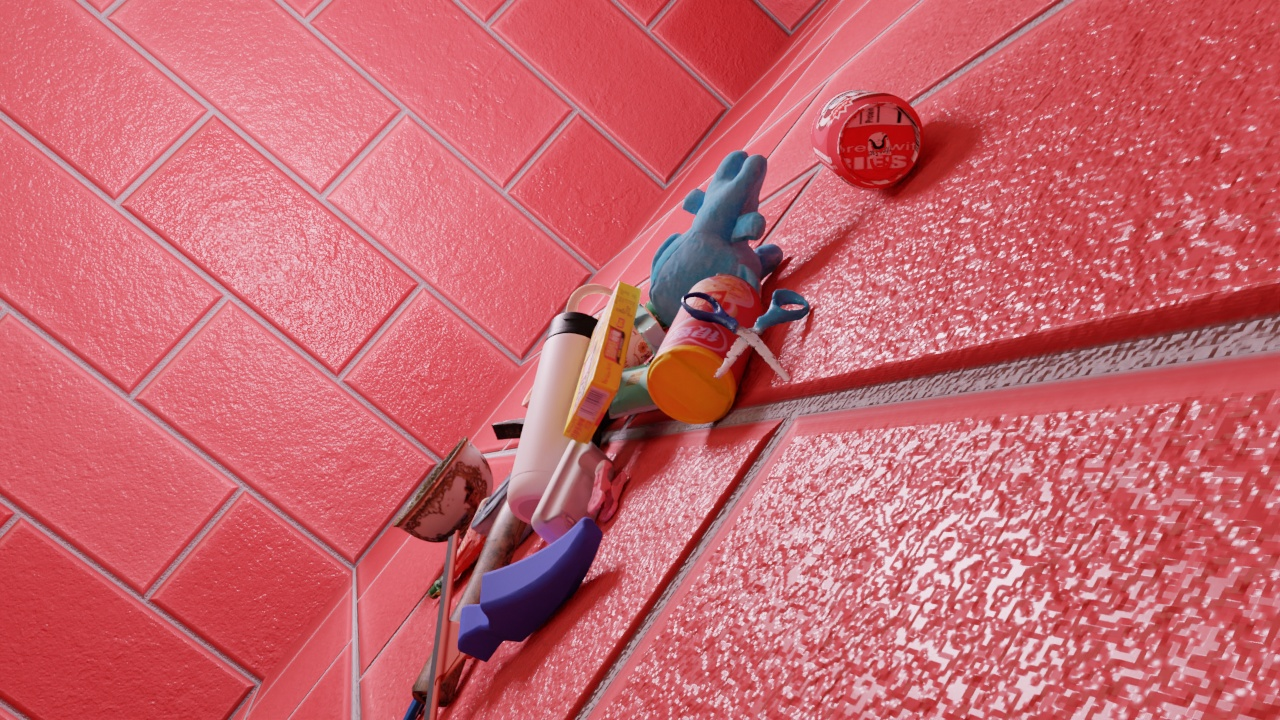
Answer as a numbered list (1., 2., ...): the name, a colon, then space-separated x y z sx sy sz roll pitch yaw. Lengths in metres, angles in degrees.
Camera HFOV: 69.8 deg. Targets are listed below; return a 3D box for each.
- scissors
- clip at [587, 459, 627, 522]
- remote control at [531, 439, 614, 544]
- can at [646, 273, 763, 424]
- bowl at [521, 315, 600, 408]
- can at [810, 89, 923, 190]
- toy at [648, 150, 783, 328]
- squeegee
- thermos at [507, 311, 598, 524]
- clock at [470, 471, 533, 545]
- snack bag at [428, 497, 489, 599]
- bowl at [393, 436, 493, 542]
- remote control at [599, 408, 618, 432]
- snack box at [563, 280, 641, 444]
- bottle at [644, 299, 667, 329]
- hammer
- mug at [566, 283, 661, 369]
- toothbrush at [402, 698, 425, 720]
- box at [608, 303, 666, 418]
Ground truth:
1. scissors: 0.068 -0.021 0.658 0.129 0.117 0.014 -53 -30 -47
2. clip: -0.031 0.104 0.758 0.023 0.043 0.060 -48 -5 35
3. remote control: -0.053 0.112 0.779 0.022 0.050 0.133 -41 12 27
4. can: 0.053 -0.011 0.715 0.067 0.066 0.124 -43 11 36
5. bowl: -0.076 0.022 1.178 0.153 0.076 0.153 -48 8 9
6. can: 0.185 -0.185 0.762 0.074 0.074 0.142 -47 9 16
7. toy: 0.078 -0.103 0.856 0.181 0.114 0.183 -66 29 9
8. squeegee: -0.092 0.178 0.684 0.185 0.055 0.249 -46 27 25
9. thermos: -0.075 0.058 0.908 0.101 0.068 0.229 82 -168 -50
10. clock: -0.134 0.154 0.999 0.089 0.051 0.124 -48 8 23
11. snack bag: -0.214 0.234 1.113 0.155 0.044 0.087 -51 3 18
12. bowl: -0.261 0.197 1.294 0.160 0.094 0.159 -48 9 10
13. remote control: -0.046 0.068 1.044 0.134 0.013 0.058 -44 11 36
14. snack box: -0.034 -0.001 0.843 0.152 0.025 0.075 -78 13 -49
15. bottle: 0.010 -0.050 1.161 0.042 0.042 0.110 -56 10 -34
16. hammer: -0.139 0.173 0.867 0.120 0.033 0.329 0 39 19
17. mug: -0.037 -0.034 1.073 0.097 0.122 0.081 -36 3 -12
18. toothbrush: -0.179 0.275 0.826 0.132 0.016 0.021 -55 8 -35
19. box: -0.008 0.008 0.889 0.091 0.077 0.188 -37 11 2
